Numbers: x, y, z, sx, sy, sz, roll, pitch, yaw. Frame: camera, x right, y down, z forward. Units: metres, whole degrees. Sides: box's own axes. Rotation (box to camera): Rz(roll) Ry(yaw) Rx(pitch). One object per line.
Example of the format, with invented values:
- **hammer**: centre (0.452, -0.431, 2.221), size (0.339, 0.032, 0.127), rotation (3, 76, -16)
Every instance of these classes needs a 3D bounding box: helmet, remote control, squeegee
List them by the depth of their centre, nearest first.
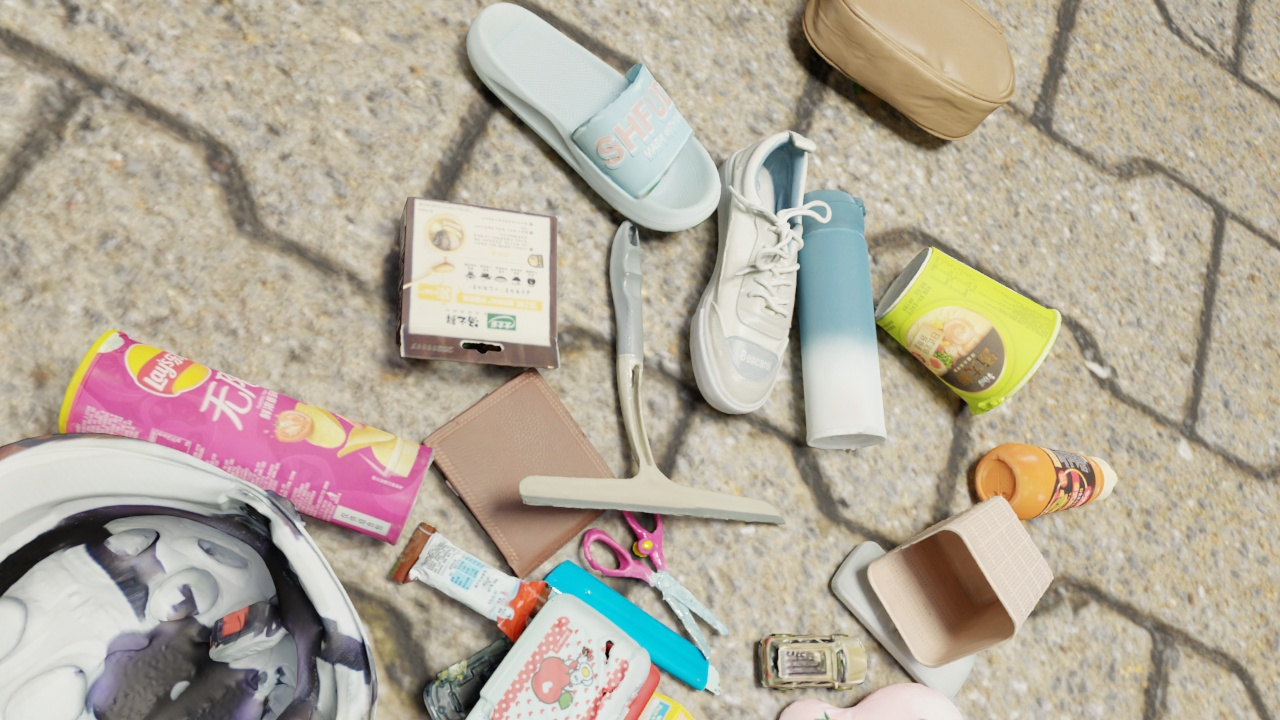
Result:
- **helmet**: centre (-0.272, 0.174, 0.497), size (0.258, 0.146, 0.228), rotation (42, 63, 4)
- **squeegee**: centre (-0.004, 0.004, 0.707), size (0.246, 0.039, 0.246), rotation (12, 61, -39)
- **remote control**: centre (0.212, 0.209, 0.739), size (0.136, 0.020, 0.055), rotation (46, 64, -2)

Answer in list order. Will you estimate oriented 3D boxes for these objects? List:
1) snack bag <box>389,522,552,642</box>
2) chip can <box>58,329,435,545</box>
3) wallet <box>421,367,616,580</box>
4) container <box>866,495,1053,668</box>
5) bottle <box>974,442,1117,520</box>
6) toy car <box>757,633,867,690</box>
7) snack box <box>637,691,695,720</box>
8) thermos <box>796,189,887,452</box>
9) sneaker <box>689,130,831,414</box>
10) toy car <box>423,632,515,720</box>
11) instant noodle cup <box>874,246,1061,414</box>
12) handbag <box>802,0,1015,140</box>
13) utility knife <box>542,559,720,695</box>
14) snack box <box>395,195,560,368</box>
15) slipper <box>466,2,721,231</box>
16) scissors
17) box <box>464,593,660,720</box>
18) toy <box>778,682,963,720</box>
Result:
- **snack bag**: centre (-0.114, 0.150, 0.621), size (0.104, 0.026, 0.048), rotation (22, 60, 8)
- **chip can**: centre (-0.243, 0.052, 0.586), size (0.210, 0.072, 0.071), rotation (22, 68, -14)
- **wallet**: centre (-0.085, 0.080, 0.661), size (0.101, 0.032, 0.124), rotation (-36, 89, -23)
- **container**: centre (0.253, 0.166, 0.713), size (0.110, 0.090, 0.090), rotation (-14, 70, -48)
- **bottle**: centre (0.367, 0.106, 0.810), size (0.149, 0.067, 0.066), rotation (3, 73, -27)
- **toy car**: centre (0.134, 0.229, 0.696), size (0.090, 0.035, 0.042), rotation (7, 73, -21)
- **snack box**: centre (-0.003, 0.299, 0.600), size (0.140, 0.034, 0.087), rotation (-53, 135, -23)
- **thermos**: centre (0.163, -0.037, 0.772), size (0.070, 0.070, 0.220), rotation (4, 72, -20)
- **sneaker**: centre (0.103, -0.075, 0.736), size (0.089, 0.091, 0.241), rotation (20, 66, -29)
- **toy car**: centre (-0.102, 0.212, 0.612), size (0.090, 0.034, 0.043), rotation (-24, 80, -40)
- **instant noodle cup**: centre (0.274, -0.032, 0.795), size (0.123, 0.112, 0.111), rotation (35, 65, 1)
- **handbag**: centre (0.253, -0.302, 0.868), size (0.204, 0.100, 0.147), rotation (33, 58, -9)
- **utility knife**: centre (-0.003, 0.195, 0.663), size (0.159, 0.018, 0.034), rotation (35, 51, -9)
- **snack box**: centre (-0.119, -0.051, 0.673), size (0.113, 0.053, 0.125), rotation (5, 73, -20)
- **slipper**: centre (-0.029, -0.206, 0.735), size (0.245, 0.074, 0.103), rotation (39, 53, -3)
- **scissors**: centre (0.010, 0.167, 0.672), size (0.083, 0.017, 0.137), rotation (-26, 80, -33)
- **box**: centre (-0.080, 0.249, 0.572), size (0.101, 0.095, 0.201), rotation (41, 66, -11)
- **toy**: centre (0.179, 0.304, 0.684), size (0.159, 0.054, 0.121), rotation (5, 73, -11)
